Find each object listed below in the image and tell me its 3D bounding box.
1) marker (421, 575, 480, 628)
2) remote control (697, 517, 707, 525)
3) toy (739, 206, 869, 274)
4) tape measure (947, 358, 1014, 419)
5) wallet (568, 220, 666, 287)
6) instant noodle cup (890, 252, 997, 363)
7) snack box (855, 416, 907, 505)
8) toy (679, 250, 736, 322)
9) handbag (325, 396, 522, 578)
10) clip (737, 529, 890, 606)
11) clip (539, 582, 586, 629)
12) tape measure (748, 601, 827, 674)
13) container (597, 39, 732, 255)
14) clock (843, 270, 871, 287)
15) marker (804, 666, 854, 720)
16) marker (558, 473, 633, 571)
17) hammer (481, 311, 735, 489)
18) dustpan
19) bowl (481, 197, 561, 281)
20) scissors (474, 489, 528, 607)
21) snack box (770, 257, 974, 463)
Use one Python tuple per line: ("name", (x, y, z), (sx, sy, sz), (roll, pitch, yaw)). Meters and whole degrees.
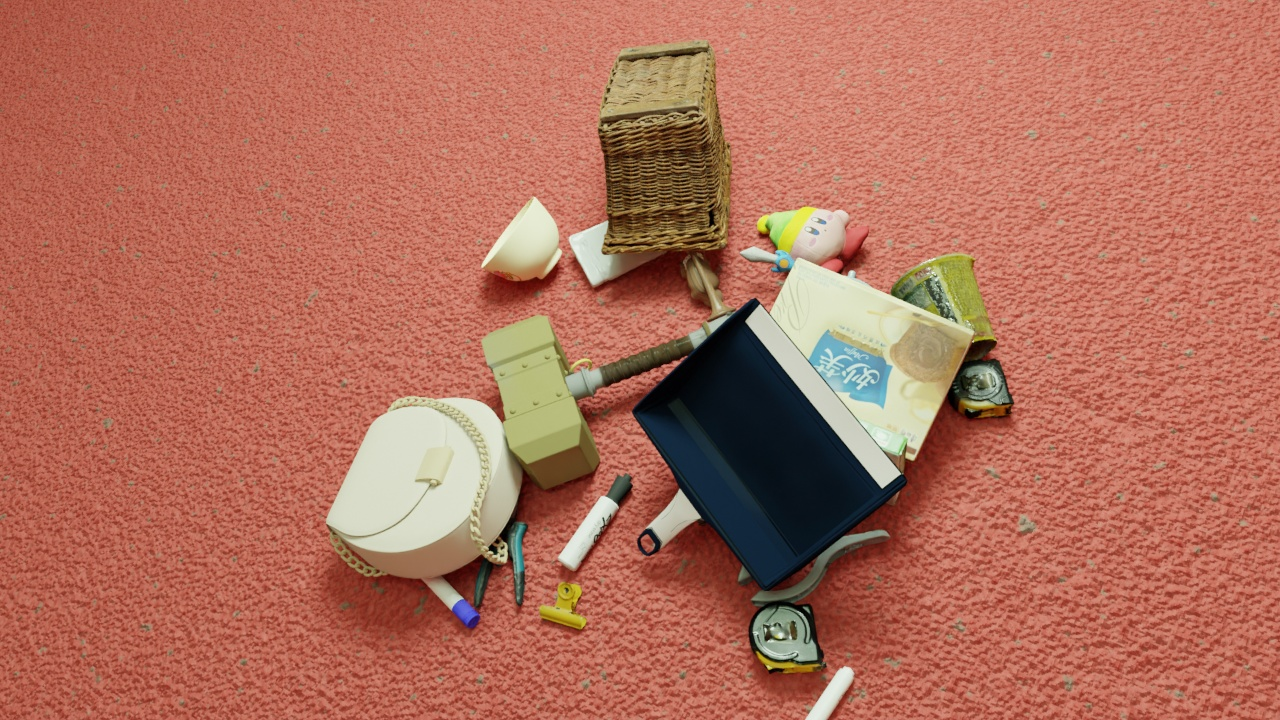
("marker", (-0.235, 0.254, 1.053), (0.141, 0.020, 0.020), (36, 73, 30))
("remote control", (0.071, 0.123, 1.060), (0.033, 0.013, 0.136), (-14, 59, 7))
("toy", (0.202, -0.148, 1.163), (0.131, 0.097, 0.124), (36, 79, 9))
("tape measure", (0.376, 0.030, 1.026), (0.063, 0.038, 0.067), (-8, 59, 9))
("wallet", (-0.031, -0.151, 1.240), (0.116, 0.032, 0.086), (-22, 66, -5))
("instant noodle cup", (0.355, -0.054, 1.054), (0.102, 0.102, 0.108), (-18, 66, 2))
("snack box", (0.199, 0.088, 0.979), (0.168, 0.132, 0.027), (22, 67, 24))
("toy", (0.082, -0.096, 1.166), (0.041, 0.055, 0.101), (-23, 80, -5))
("handbag", (-0.243, 0.148, 1.069), (0.209, 0.103, 0.210), (-3, 49, 21))
("clip", (0.171, 0.191, 0.986), (0.163, 0.028, 0.108), (-29, 58, -4))
("clip", (-0.080, 0.267, 1.011), (0.053, 0.035, 0.046), (11, 81, 21))
("tape measure", (0.147, 0.281, 0.931), (0.072, 0.042, 0.071), (-13, 61, 9))
("container", (0.030, -0.281, 1.175), (0.162, 0.183, 0.249), (-3, 42, 9))
("clock", (0.215, -0.020, 1.076), (0.161, 0.075, 0.122), (-40, 69, 1))
("marker", (0.168, 0.355, 0.894), (0.017, 0.020, 0.133), (33, 72, 24))
("marker", (-0.048, 0.182, 1.047), (0.025, 0.025, 0.125), (27, 69, 26))
("hammer", (-0.007, 0.006, 1.098), (0.325, 0.101, 0.190), (-21, 57, 0))
("dustpan", (0.090, 0.116, 0.941), (0.080, 0.274, 0.236), (-19, 65, -46))
("bowl", (-0.149, -0.150, 1.234), (0.074, 0.118, 0.117), (37, 68, -16))
("scissors", (-0.158, 0.220, 1.055), (0.122, 0.019, 0.149), (32, 70, 28))
("snack box", (0.233, 0.000, 0.998), (0.207, 0.055, 0.153), (25, 87, 15))
